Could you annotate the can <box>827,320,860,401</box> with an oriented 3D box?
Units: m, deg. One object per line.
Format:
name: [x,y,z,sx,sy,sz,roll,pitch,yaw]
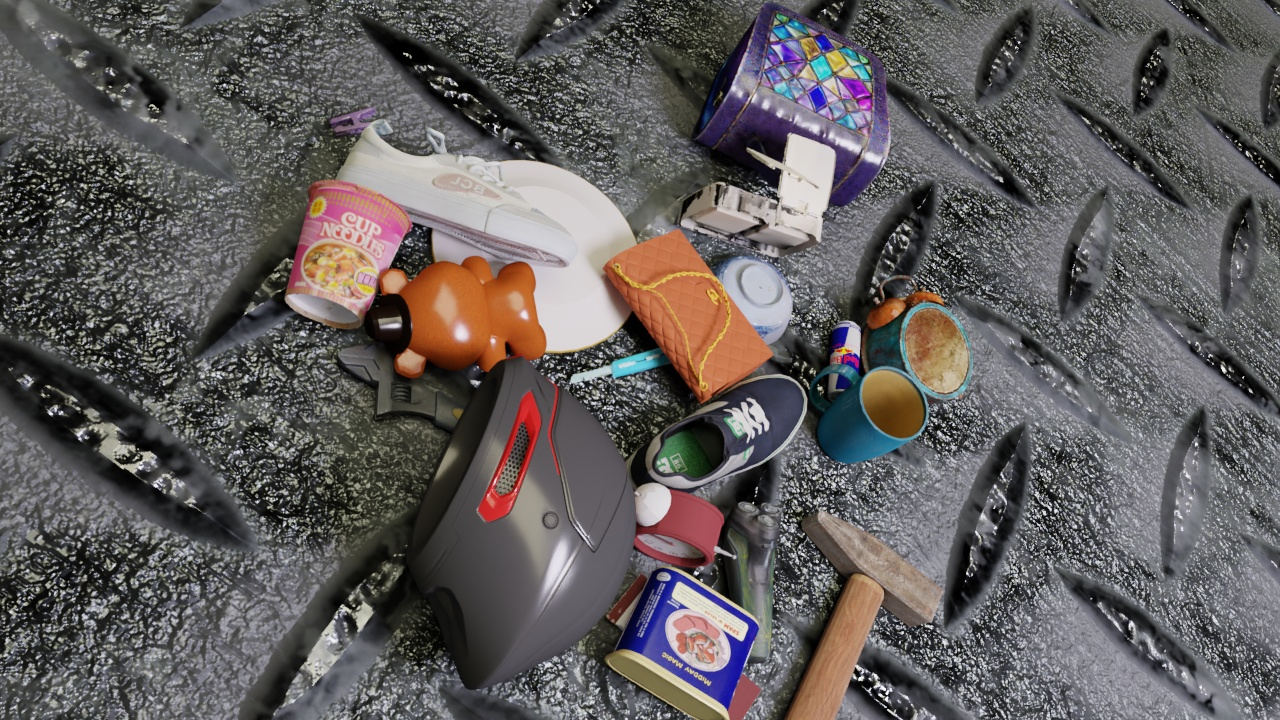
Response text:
can: [0.233,0.001,1.047,0.032,0.032,0.095,19,61,-15]

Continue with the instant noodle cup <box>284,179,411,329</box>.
instant noodle cup: [-0.272,-0.092,0.836,0.097,0.098,0.108,19,68,-15]

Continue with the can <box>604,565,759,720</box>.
can: [0.041,0.251,0.815,0.116,0.057,0.092,34,57,-7]

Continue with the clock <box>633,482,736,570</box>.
clock: [0.023,0.152,0.853,0.124,0.087,0.044,27,59,-15]

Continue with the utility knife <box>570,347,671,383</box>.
utility knife: [-0.006,0.006,0.949,0.151,0.015,0.022,-17,73,-29]

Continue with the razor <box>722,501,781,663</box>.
razor: [0.111,0.212,0.878,0.054,0.067,0.151,6,73,-18]

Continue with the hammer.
hammer: [0.174,0.298,0.881,0.158,0.037,0.299,38,57,-4]

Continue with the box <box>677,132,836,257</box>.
box: [0.149,-0.196,0.992,0.143,0.193,0.106,14,80,-24]

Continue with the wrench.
wrench: [-0.156,0.060,0.854,0.273,0.022,0.073,27,52,-10]

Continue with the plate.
plate: [-0.102,-0.117,0.960,0.229,0.021,0.229,10,63,-20]

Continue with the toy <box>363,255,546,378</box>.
toy: [-0.166,-0.042,0.851,0.175,0.096,0.112,-5,84,-44]

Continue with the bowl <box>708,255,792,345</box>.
bowl: [0.127,-0.075,1.028,0.114,0.045,0.114,10,63,-20]

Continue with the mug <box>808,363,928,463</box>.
mug: [0.230,0.053,0.980,0.112,0.104,0.084,45,57,4]

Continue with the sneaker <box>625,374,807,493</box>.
sneaker: [0.093,0.071,0.925,0.234,0.079,0.084,-26,78,-32]

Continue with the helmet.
helmet: [-0.089,0.141,0.761,0.170,0.165,0.264,29,63,-17]

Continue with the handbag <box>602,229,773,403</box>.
handbag: [0.050,-0.050,0.957,0.108,0.060,0.172,-27,78,-44]

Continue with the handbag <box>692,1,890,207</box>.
handbag: [0.184,-0.294,1.108,0.204,0.126,0.221,22,57,-14]

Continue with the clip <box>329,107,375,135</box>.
clip: [-0.291,-0.242,0.940,0.051,0.013,0.035,-25,78,-28]

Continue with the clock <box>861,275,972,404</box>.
clock: [0.312,-0.022,1.066,0.121,0.073,0.157,-13,85,-32]

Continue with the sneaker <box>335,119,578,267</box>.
sneaker: [-0.168,-0.165,0.885,0.242,0.089,0.090,19,80,2]

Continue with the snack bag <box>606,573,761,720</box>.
snack bag: [0.041,0.272,0.848,0.158,0.013,0.056,44,56,0]
